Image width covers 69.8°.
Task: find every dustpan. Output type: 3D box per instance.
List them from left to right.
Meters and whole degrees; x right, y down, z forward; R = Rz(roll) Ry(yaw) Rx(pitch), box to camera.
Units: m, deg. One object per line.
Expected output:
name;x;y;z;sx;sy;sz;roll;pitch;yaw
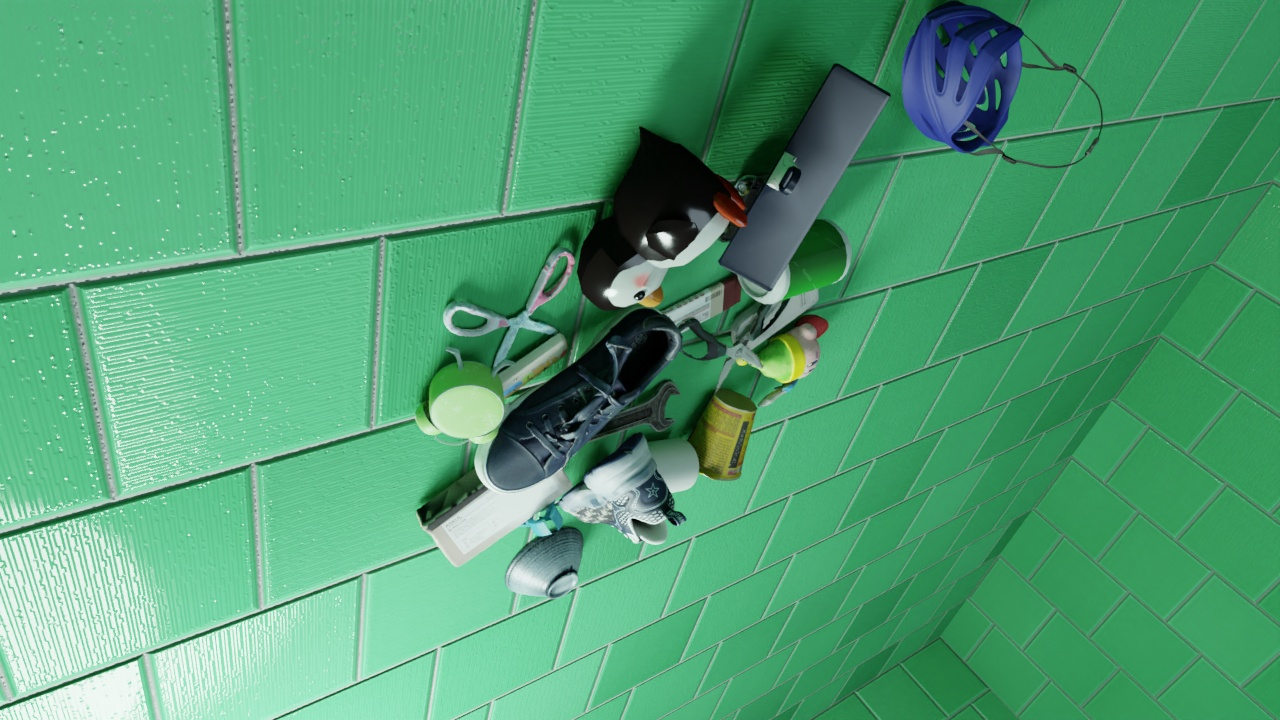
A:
dustpan;0.160;-0.200;0.981;0.080;0.272;0.237;25;108;-14

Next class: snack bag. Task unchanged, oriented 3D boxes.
snack bag;0.069;-0.065;1.191;0.157;0.013;0.057;-28;142;-21

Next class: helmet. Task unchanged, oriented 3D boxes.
helmet;0.423;-0.316;1.081;0.148;0.228;0.241;-57;146;4

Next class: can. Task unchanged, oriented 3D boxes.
can;0.199;-0.129;1.185;0.139;0.088;0.088;-19;140;-31

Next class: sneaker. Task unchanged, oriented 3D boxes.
sneaker;-0.064;0.048;1.053;0.294;0.127;0.121;-42;114;-10
sneaker;-0.019;0.195;1.221;0.103;0.132;0.270;-38;174;-25

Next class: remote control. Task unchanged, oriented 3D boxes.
remote control;-0.136;0.012;1.060;0.125;0.018;0.038;-35;158;-11
remote control;0.190;-0.071;1.301;0.151;0.019;0.074;-35;145;-12

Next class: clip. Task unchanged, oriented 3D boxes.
clip;-0.139;0.205;1.199;0.097;0.116;0.026;-35;107;-13

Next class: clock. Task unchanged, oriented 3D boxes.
clock;-0.193;0.048;1.002;0.094;0.042;0.120;13;126;-22

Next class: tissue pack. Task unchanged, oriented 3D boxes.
tissue pack;-0.185;0.173;1.160;0.181;0.071;0.104;-38;131;-13

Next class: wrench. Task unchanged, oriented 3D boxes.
wrench;-0.040;0.084;1.198;0.272;0.010;0.070;-16;112;-45

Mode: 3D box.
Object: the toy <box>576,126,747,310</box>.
toy;-0.001;-0.136;0.962;0.140;0.158;0.184;39;112;-14

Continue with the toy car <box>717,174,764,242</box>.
toy car;0.115;-0.182;1.095;0.038;0.027;0.090;-10;136;-47

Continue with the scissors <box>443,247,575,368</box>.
scissors;-0.139;-0.054;0.995;0.176;0.013;0.171;0;132;-48

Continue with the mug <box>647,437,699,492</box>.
mug;0.014;0.162;1.340;0.096;0.078;0.112;-4;158;-43

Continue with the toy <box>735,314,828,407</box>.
toy;0.208;-0.003;1.358;0.131;0.097;0.124;-41;157;-38

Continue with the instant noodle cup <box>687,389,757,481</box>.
instant noodle cup;0.123;0.106;1.373;0.100;0.100;0.113;-1;118;-45

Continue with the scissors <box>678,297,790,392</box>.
scissors;0.136;-0.050;1.239;0.201;0.015;0.206;27;101;-48

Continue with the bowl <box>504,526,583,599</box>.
bowl;-0.130;0.317;1.371;0.136;0.057;0.137;-27;143;-23
